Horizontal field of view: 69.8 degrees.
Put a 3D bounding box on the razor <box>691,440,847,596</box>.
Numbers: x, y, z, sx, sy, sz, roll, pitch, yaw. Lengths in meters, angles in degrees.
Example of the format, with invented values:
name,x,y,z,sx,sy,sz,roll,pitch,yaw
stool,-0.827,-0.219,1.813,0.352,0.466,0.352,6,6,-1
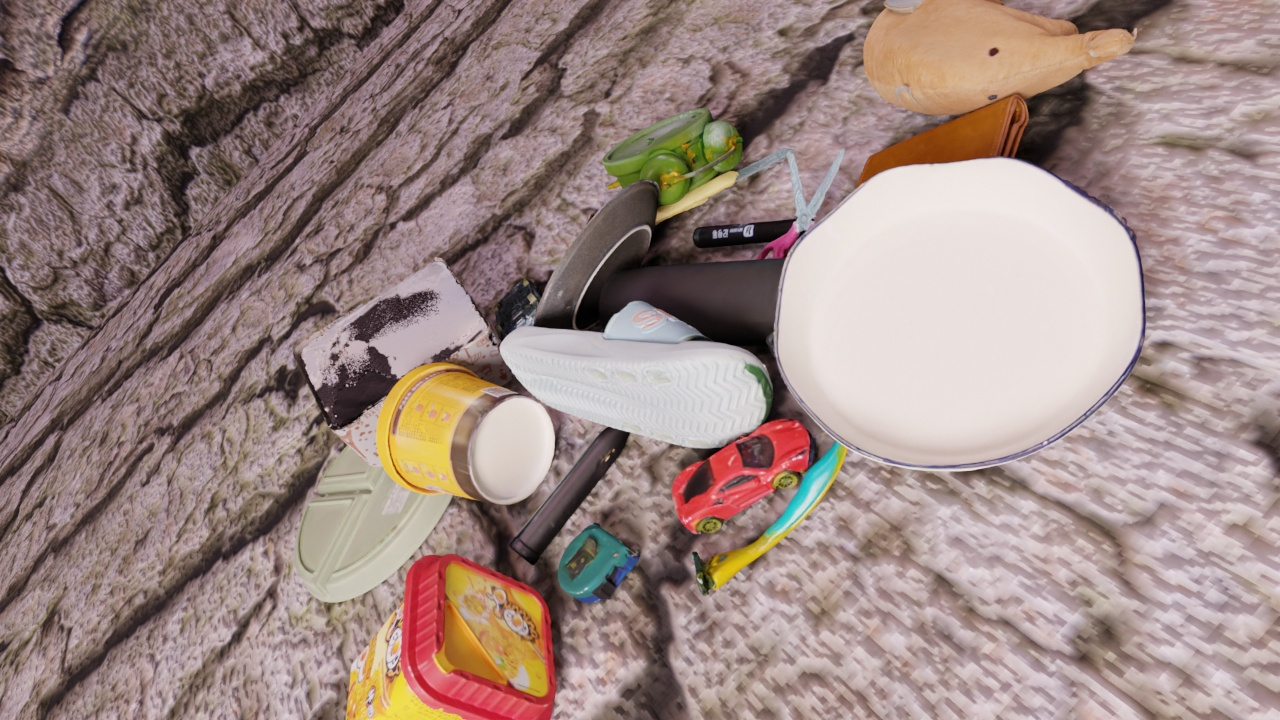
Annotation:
name,x,y,z,sx,sy,sz,roll,pitch,yaw
razor,0.086,0.098,0.583,0.132,0.028,0.043,-44,3,6

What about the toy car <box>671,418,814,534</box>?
name,x,y,z,sx,sy,sz,roll,pitch,yaw
toy car,0.069,0.075,0.624,0.106,0.031,0.049,-31,37,16

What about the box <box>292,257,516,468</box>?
name,x,y,z,sx,sy,sz,roll,pitch,yaw
box,-0.248,-0.015,0.942,0.179,0.133,0.271,-34,25,-9

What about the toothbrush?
name,x,y,z,sx,sy,sz,roll,pitch,yaw
toothbrush,-0.029,0.071,0.735,0.212,0.026,0.027,-52,33,-15

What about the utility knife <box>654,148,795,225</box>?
name,x,y,z,sx,sy,sz,roll,pitch,yaw
utility knife,0.052,-0.159,0.887,0.209,0.021,0.030,-29,36,19

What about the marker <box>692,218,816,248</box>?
name,x,y,z,sx,sy,sz,roll,pitch,yaw
marker,0.097,-0.110,0.796,0.132,0.022,0.020,4,64,49

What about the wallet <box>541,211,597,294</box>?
name,x,y,z,sx,sy,sz,roll,pitch,yaw
wallet,-0.043,-0.117,0.955,0.097,0.020,0.122,-4,49,45

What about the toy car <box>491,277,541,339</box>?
name,x,y,z,sx,sy,sz,roll,pitch,yaw
toy car,-0.124,-0.050,0.955,0.054,0.037,0.120,-43,24,4

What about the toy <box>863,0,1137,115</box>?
name,x,y,z,sx,sy,sz,roll,pitch,yaw
toy,0.259,-0.231,0.694,0.143,0.082,0.226,-30,34,-2

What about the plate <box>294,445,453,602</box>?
name,x,y,z,sx,sy,sz,roll,pitch,yaw
plate,-0.264,0.131,0.919,0.231,0.027,0.229,-28,38,24

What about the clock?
name,x,y,z,sx,sy,sz,roll,pitch,yaw
clock,0.033,-0.196,0.893,0.116,0.056,0.161,-35,24,-15

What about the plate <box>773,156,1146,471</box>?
name,x,y,z,sx,sy,sz,roll,pitch,yaw
plate,0.183,-0.026,0.544,0.205,0.045,0.204,-10,61,17

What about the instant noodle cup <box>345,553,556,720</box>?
name,x,y,z,sx,sy,sz,roll,pitch,yaw
instant noodle cup,-0.135,0.216,0.629,0.124,0.116,0.116,-44,33,22

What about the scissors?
name,x,y,z,sx,sy,sz,roll,pitch,yaw
scissors,0.125,-0.104,0.725,0.132,0.017,0.133,-35,58,50

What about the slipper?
name,x,y,z,sx,sy,sz,roll,pitch,yaw
slipper,-0.004,0.004,0.694,0.246,0.104,0.074,8,54,38

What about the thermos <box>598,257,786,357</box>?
name,x,y,z,sx,sy,sz,roll,pitch,yaw
thermos,0.064,-0.039,0.707,0.243,0.068,0.089,2,36,48

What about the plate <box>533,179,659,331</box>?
name,x,y,z,sx,sy,sz,roll,pitch,yaw
plate,-0.031,-0.078,0.812,0.024,0.180,0.179,37,76,11

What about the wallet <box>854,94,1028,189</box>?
name,x,y,z,sx,sy,sz,roll,pitch,yaw
wallet,0.209,-0.128,0.673,0.131,0.035,0.118,-13,48,53

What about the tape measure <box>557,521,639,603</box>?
name,x,y,z,sx,sy,sz,roll,pitch,yaw
tape measure,-0.034,0.146,0.662,0.054,0.025,0.058,-52,34,-12

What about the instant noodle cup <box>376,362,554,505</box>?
name,x,y,z,sx,sy,sz,roll,pitch,yaw
instant noodle cup,-0.145,0.067,0.788,0.115,0.118,0.118,9,60,42
